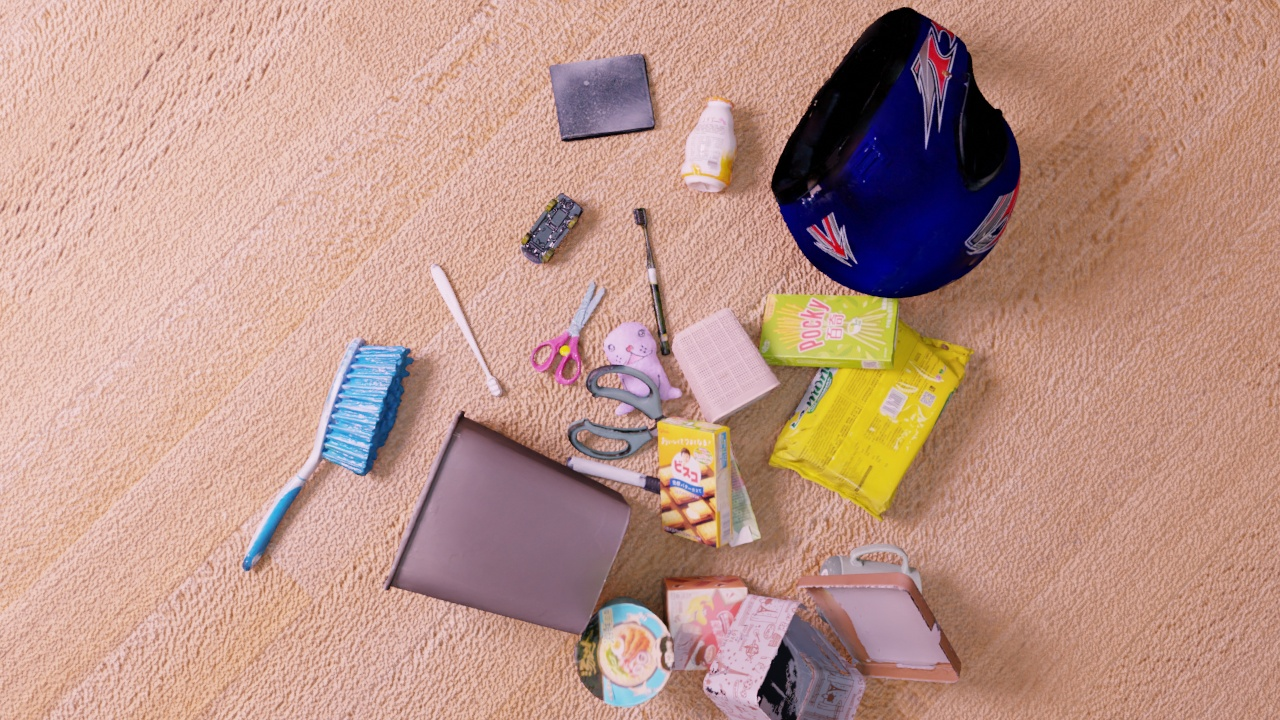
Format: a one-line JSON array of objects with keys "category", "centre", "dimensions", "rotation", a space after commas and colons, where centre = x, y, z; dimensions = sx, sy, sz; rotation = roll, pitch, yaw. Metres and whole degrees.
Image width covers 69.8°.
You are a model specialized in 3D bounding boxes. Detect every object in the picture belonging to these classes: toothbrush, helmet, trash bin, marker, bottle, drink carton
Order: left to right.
[{"category": "toothbrush", "centre": [-0.213, -0.037, 1.115], "dimensions": [0.016, 0.016, 0.180], "rotation": [-26, 88, -6]}, {"category": "trash bin", "centre": [-0.144, 0.188, 1.027], "dimensions": [0.219, 0.199, 0.198], "rotation": [23, 88, -8]}, {"category": "marker", "centre": [-0.027, 0.140, 1.113], "dimensions": [0.131, 0.018, 0.022], "rotation": [13, 96, -2]}, {"category": "toothbrush", "centre": [0.014, -0.097, 1.126], "dimensions": [0.012, 0.017, 0.186], "rotation": [-11, 88, 36]}, {"category": "bottle", "centre": [0.087, -0.262, 1.113], "dimensions": [0.063, 0.063, 0.108], "rotation": [11, 87, -2]}, {"category": "drink carton", "centre": [0.104, 0.159, 1.099], "dimensions": [0.045, 0.053, 0.122], "rotation": [-17, 88, -1]}, {"category": "helmet", "centre": [0.304, -0.217, 1.039], "dimensions": [0.240, 0.248, 0.314], "rotation": [35, 63, -15]}]

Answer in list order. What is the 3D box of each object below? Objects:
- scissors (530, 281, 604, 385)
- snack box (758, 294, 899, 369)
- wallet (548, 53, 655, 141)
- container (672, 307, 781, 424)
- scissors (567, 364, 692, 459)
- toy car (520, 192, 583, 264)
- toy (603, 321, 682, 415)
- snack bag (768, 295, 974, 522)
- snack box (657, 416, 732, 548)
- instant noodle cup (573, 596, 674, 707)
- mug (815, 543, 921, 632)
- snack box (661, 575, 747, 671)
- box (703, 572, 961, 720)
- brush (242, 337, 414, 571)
[{"category": "scissors", "centre": [-0.088, -0.040, 1.122], "dimensions": [0.072, 0.017, 0.137], "rotation": [19, 82, 9]}, {"category": "snack box", "centre": [0.222, -0.035, 1.084], "dimensions": [0.157, 0.026, 0.085], "rotation": [3, 66, 23]}, {"category": "wallet", "centre": [-0.047, -0.326, 1.135], "dimensions": [0.121, 0.019, 0.097], "rotation": [-9, 87, -4]}, {"category": "container", "centre": [0.096, 0.007, 1.086], "dimensions": [0.090, 0.090, 0.111], "rotation": [-29, 82, -4]}, {"category": "scissors", "centre": [0.003, 0.059, 1.092], "dimensions": [0.179, 0.019, 0.161], "rotation": [1, 115, -6]}, {"category": "toy car", "centre": [-0.108, -0.158, 1.115], "dimensions": [0.042, 0.035, 0.090], "rotation": [37, 92, 1]}, {"category": "toy", "centre": [-0.007, 0.006, 1.108], "dimensions": [0.084, 0.039, 0.108], "rotation": [-20, 92, 2]}, {"category": "snack bag", "centre": [0.282, 0.058, 1.103], "dimensions": [0.158, 0.068, 0.246], "rotation": [31, 86, -1]}, {"category": "snack box", "centre": [0.064, 0.140, 1.068], "dimensions": [0.033, 0.087, 0.140], "rotation": [-13, 106, -45]}, {"category": "instant noodle cup", "centre": [-0.018, 0.323, 1.053], "dimensions": [0.111, 0.120, 0.111], "rotation": [0, 87, -1]}, {"category": "mug", "centre": [0.269, 0.264, 1.078], "dimensions": [0.106, 0.082, 0.112], "rotation": [10, 110, 2]}, {"category": "snack box", "centre": [0.076, 0.307, 1.078], "dimensions": [0.094, 0.077, 0.092], "rotation": [-1, 87, -3]}, {"category": "box", "centre": [0.208, 0.350, 0.994], "dimensions": [0.180, 0.218, 0.157], "rotation": [55, 42, -28]}, {"category": "brush", "centre": [-0.371, 0.118, 1.087], "dimensions": [0.109, 0.060, 0.314], "rotation": [19, 89, 4]}]
